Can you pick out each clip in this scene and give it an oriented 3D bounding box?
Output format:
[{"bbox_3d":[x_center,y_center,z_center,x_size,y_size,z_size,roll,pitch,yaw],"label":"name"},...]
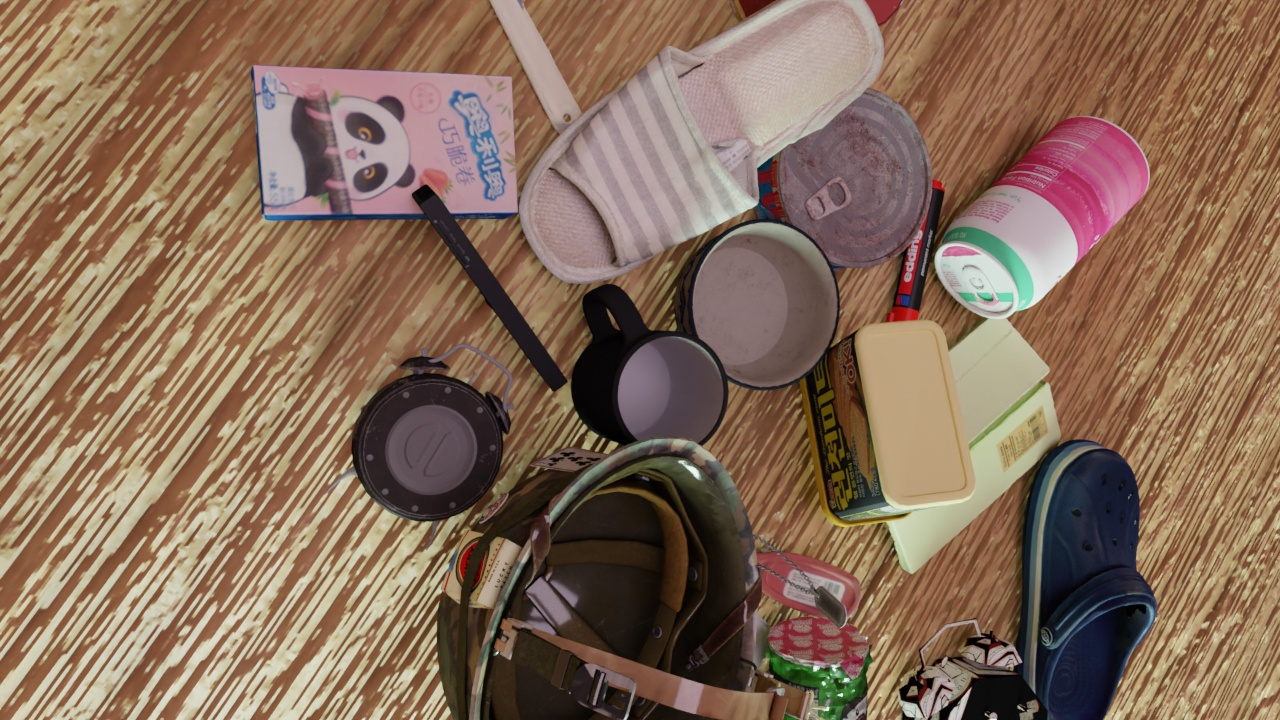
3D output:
[{"bbox_3d":[0.070,0.209,0.671,0.101,0.041,0.054,43,70,-28],"label":"clip"}]

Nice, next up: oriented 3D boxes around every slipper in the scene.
[{"bbox_3d":[0.041,-0.149,0.598,0.272,0.054,0.114,-37,103,1],"label":"slipper"},{"bbox_3d":[0.377,0.194,0.757,0.105,0.095,0.253,5,94,-19],"label":"slipper"}]

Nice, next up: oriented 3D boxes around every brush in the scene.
[{"bbox_3d":[-0.094,-0.247,0.597,0.033,0.012,0.218,-33,105,-18],"label":"brush"},{"bbox_3d":[0.086,0.151,0.673,0.172,0.030,0.041,23,85,-21],"label":"brush"}]

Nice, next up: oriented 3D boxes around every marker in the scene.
[{"bbox_3d":[0.212,-0.070,0.718,0.023,0.021,0.145,13,87,1],"label":"marker"}]

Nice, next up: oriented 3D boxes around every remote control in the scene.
[{"bbox_3d":[-0.093,-0.043,0.573,0.013,0.034,0.150,-36,119,-6],"label":"remote control"}]

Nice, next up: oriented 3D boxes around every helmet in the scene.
[{"bbox_3d":[-0.014,0.151,0.520,0.192,0.236,0.224,24,98,-35],"label":"helmet"}]

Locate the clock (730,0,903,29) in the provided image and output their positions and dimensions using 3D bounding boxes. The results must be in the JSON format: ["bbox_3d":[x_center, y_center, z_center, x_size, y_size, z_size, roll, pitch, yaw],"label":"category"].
[{"bbox_3d":[0.133,-0.295,0.644,0.117,0.081,0.159,7,90,-21],"label":"clock"}]

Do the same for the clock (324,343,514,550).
[{"bbox_3d":[-0.131,0.049,0.577,0.091,0.044,0.122,35,80,-19],"label":"clock"}]

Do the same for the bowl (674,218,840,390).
[{"bbox_3d":[0.074,-0.038,0.644,0.115,0.059,0.115,-1,93,-21],"label":"bowl"}]

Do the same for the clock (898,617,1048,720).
[{"bbox_3d":[0.266,0.281,0.730,0.114,0.065,0.155,-21,100,-19],"label":"clock"}]

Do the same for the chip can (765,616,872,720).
[{"bbox_3d":[0.127,0.303,0.660,0.075,0.075,0.223,-6,101,-21],"label":"chip can"}]

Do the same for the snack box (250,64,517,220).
[{"bbox_3d":[-0.154,-0.131,0.566,0.154,0.033,0.088,-4,96,-21],"label":"snack box"}]

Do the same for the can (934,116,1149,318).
[{"bbox_3d":[0.314,-0.113,0.718,0.165,0.088,0.088,-41,106,-15],"label":"can"}]

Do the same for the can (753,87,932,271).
[{"bbox_3d":[0.148,-0.132,0.677,0.129,0.044,0.130,-1,93,-21],"label":"can"}]

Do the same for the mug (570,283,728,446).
[{"bbox_3d":[-0.004,0.004,0.600,0.078,0.088,0.113,-28,102,-18],"label":"mug"}]

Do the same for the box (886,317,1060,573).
[{"bbox_3d":[0.254,0.065,0.730,0.187,0.048,0.140,-35,106,-16],"label":"box"}]

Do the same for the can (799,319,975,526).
[{"bbox_3d":[0.170,0.045,0.642,0.072,0.101,0.130,-5,77,-12],"label":"can"}]
